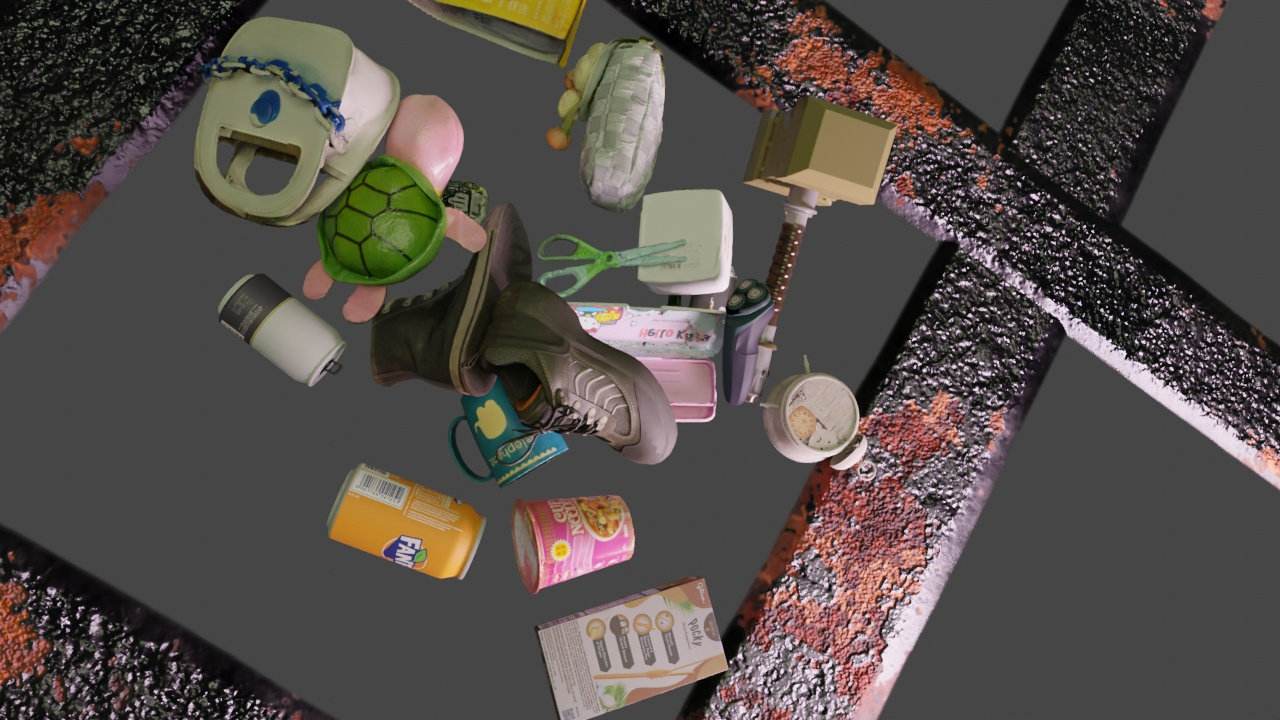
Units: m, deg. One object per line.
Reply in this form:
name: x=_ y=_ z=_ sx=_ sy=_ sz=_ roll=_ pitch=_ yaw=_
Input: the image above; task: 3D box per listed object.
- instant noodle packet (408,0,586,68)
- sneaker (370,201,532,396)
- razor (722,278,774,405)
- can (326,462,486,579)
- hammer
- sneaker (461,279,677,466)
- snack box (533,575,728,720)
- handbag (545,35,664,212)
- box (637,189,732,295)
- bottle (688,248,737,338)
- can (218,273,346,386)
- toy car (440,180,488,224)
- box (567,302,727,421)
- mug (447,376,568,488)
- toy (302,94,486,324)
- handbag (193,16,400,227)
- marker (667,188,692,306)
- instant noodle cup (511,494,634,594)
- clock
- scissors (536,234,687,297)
instant noodle packet: x=-0.162 y=-0.447 z=1.023 sx=0.221 sy=0.084 sz=0.163 roll=18 pitch=79 yaw=-5
sneaker: x=-0.191 y=-0.069 z=0.955 sx=0.120 sy=0.095 sz=0.234 roll=2 pitch=62 yaw=19
razor: x=0.111 y=-0.016 z=0.980 sx=0.052 sy=0.047 sz=0.143 roll=-7 pitch=121 yaw=-19
can: x=-0.233 y=0.162 z=0.916 sx=0.142 sy=0.079 sz=0.079 roll=23 pitch=78 yaw=-10
hammer: x=0.160 y=-0.111 z=1.024 sx=0.100 sy=0.190 sz=0.325 roll=14 pitch=96 yaw=-12
sneaker: x=-0.070 y=0.045 z=0.886 sx=0.238 sy=0.101 sz=0.142 roll=43 pitch=54 yaw=-16
snack box: x=-0.009 y=0.306 z=0.977 sx=0.185 sy=0.032 sz=0.101 roll=-14 pitch=86 yaw=-15
handbag: x=-0.037 y=-0.256 z=1.007 sx=0.123 sy=0.112 sz=0.171 roll=11 pitch=80 yaw=-3
box: x=0.051 y=-0.126 z=1.023 sx=0.102 sy=0.076 sz=0.107 roll=-2 pitch=73 yaw=20
bottle: x=0.083 y=-0.077 z=1.044 sx=0.047 sy=0.047 sz=0.112 roll=16 pitch=80 yaw=-12
can: x=-0.353 y=-0.027 z=0.918 sx=0.127 sy=0.064 sz=0.064 roll=39 pitch=75 yaw=-6
toy car: x=-0.218 y=-0.171 z=0.988 sx=0.105 sy=0.033 sz=0.048 roll=8 pitch=82 yaw=-16
box: x=-0.009 y=-0.001 z=1.002 sx=0.201 sy=0.073 sz=0.150 roll=2 pitch=108 yaw=-14
mug: x=-0.148 y=0.075 z=0.955 sx=0.112 sy=0.084 sz=0.104 roll=-31 pitch=86 yaw=13
toy: x=-0.248 y=-0.151 z=0.915 sx=0.190 sy=0.088 sz=0.238 roll=28 pitch=83 yaw=19
handbag: x=-0.352 y=-0.231 z=0.893 sx=0.201 sy=0.093 sz=0.199 roll=16 pitch=80 yaw=27
marker: x=0.045 y=-0.127 z=1.057 sx=0.017 sy=0.017 sz=0.146 roll=8 pitch=80 yaw=-13
instant noodle cup: x=-0.069 y=0.182 z=0.951 sx=0.108 sy=0.098 sz=0.097 roll=-8 pitch=84 yaw=-22
clock: x=0.214 y=0.078 z=1.048 sx=0.157 sy=0.061 sz=0.103 roll=45 pitch=75 yaw=-3
scissors: x=-0.032 y=-0.117 z=0.998 sx=0.176 sy=0.033 sz=0.078 roll=-9 pitch=76 yaw=10
